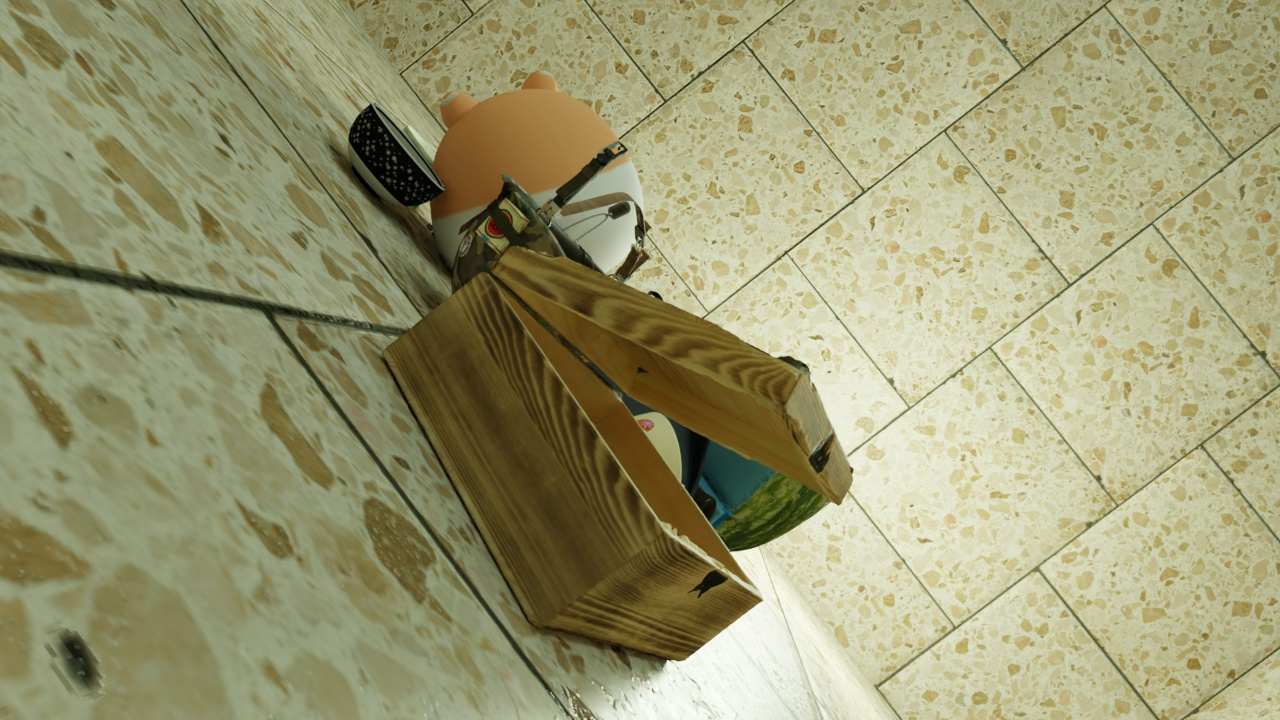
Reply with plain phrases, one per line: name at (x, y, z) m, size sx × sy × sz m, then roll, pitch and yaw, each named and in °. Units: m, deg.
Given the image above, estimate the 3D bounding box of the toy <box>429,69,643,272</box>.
toy at (-0.138, -0.211, 1.152) m, size 0.266 × 0.262 × 0.281 m, roll 6°, pitch -64°, yaw 61°

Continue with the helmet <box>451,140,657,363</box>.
helmet at (-0.083, -0.103, 0.941) m, size 0.192 × 0.236 × 0.224 m, roll 36°, pitch 33°, yaw -64°

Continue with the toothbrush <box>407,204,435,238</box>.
toothbrush at (-0.255, -0.152, 1.217) m, size 0.186 × 0.016 × 0.015 m, roll 51°, pitch 2°, yaw -18°

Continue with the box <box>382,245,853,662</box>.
box at (-0.001, 0.047, 0.685) m, size 0.258 × 0.221 × 0.279 m, roll 51°, pitch 3°, yaw 29°

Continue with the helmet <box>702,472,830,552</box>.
helmet at (0.131, 0.159, 1.297) m, size 0.242 × 0.248 × 0.213 m, roll 5°, pitch 53°, yaw -38°

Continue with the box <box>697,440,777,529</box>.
box at (0.049, 0.113, 1.197) m, size 0.231 × 0.175 × 0.033 m, roll 52°, pitch 12°, yaw 29°

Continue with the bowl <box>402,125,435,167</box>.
bowl at (-0.315, -0.269, 1.301) m, size 0.117 × 0.061 × 0.117 m, roll 52°, pitch 2°, yaw -4°

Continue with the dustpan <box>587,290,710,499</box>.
dustpan at (-0.007, 0.007, 1.103) m, size 0.236 × 0.080 × 0.272 m, roll 34°, pitch 26°, yaw -17°

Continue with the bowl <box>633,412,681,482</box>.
bowl at (-0.018, 0.111, 0.940) m, size 0.074 × 0.118 × 0.118 m, roll 2°, pitch 30°, yaw -26°

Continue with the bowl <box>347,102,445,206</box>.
bowl at (-0.282, -0.218, 1.022) m, size 0.120 × 0.066 × 0.120 m, roll 52°, pitch 2°, yaw -3°

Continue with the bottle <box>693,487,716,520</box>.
bottle at (0.012, 0.146, 1.160) m, size 0.184 × 0.045 × 0.045 m, roll 32°, pitch -9°, yaw 31°
